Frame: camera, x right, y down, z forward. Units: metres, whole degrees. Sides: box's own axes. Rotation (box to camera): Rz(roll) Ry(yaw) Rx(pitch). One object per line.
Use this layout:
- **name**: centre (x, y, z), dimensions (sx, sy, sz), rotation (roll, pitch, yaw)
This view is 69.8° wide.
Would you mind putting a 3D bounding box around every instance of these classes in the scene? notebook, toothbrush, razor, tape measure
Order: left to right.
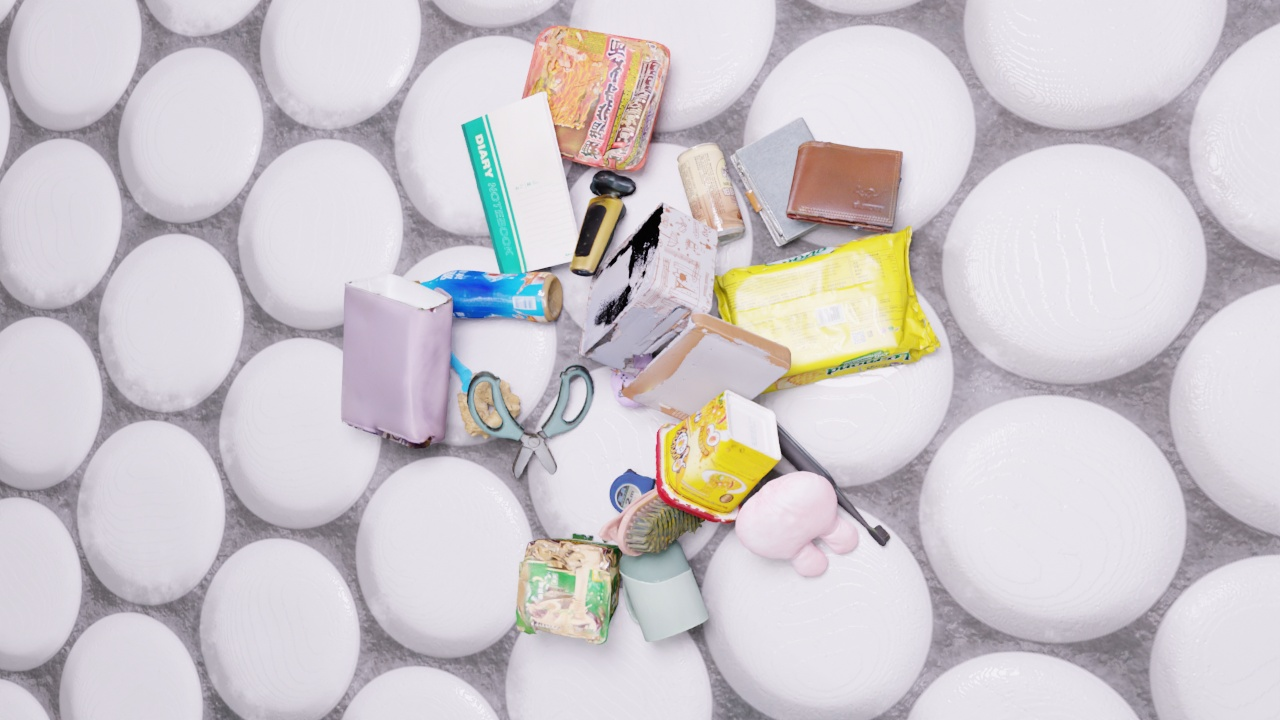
- **notebook**: centre (-0.152, -0.219, 1.175), dimensions (0.151, 0.012, 0.209), rotation (-8, 99, 38)
- **razor**: centre (-0.053, -0.170, 1.135), dimensions (0.062, 0.068, 0.167), rotation (2, 53, 20)
- **tape measure**: centre (-0.011, 0.168, 1.157), dimensions (0.054, 0.025, 0.058), rotation (18, 89, 18)
- **toothbrush**: centre (0.214, 0.139, 1.092), dimensions (0.212, 0.027, 0.026), rotation (45, 144, 13)

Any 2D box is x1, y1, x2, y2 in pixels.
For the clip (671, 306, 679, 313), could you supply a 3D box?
- **clip**: centre (0.033, -0.077, 1.158), dimensions (0.014, 0.045, 0.057), rotation (-43, 79, 7)

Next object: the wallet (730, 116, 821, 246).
- **wallet**: centre (0.180, -0.215, 1.113), dimensions (0.106, 0.037, 0.129), rotation (-28, 80, 2)

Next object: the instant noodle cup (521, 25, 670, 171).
- **instant noodle cup**: centre (-0.057, -0.327, 1.166), dimensions (0.189, 0.079, 0.164), rotation (17, 93, 17)

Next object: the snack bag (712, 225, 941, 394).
- **snack bag**: centre (0.212, -0.055, 1.080), dimensions (0.247, 0.068, 0.158), rotation (-14, 84, 15)

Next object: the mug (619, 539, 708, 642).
- **mug**: centre (0.017, 0.280, 1.121), dimensions (0.112, 0.082, 0.106), rotation (-31, 78, 45)

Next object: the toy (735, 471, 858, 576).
- **toy**: centre (0.181, 0.191, 1.053), dimensions (0.121, 0.159, 0.054), rotation (-39, 33, 9)

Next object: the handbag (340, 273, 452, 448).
- **handbag**: centre (-0.309, 0.000, 1.186), dimensions (0.145, 0.098, 0.197), rotation (21, 114, 33)

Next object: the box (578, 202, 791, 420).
- **box**: centre (0.052, -0.051, 1.066), dimensions (0.197, 0.181, 0.157), rotation (23, 52, -19)

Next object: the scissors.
- **scissors**: centre (-0.128, 0.062, 1.173), dimensions (0.181, 0.019, 0.170), rotation (-34, 109, -4)

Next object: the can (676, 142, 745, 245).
- **can**: centre (0.087, -0.203, 1.128), dimensions (0.059, 0.058, 0.116), rotation (-18, 83, 15)

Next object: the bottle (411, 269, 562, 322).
- **bottle**: centre (-0.213, -0.086, 1.210), dimensions (0.219, 0.065, 0.065), rotation (3, 88, 18)

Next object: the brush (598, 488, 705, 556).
- **brush**: centre (0.015, 0.186, 1.084), dimensions (0.073, 0.145, 0.063), rotation (7, 108, 35)

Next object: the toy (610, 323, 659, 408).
- **toy**: centre (-0.007, 0.007, 1.157), dimensions (0.084, 0.039, 0.108), rotation (-5, 84, -6)

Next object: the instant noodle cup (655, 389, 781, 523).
- **instant noodle cup**: centre (0.092, 0.107, 1.056), dimensions (0.116, 0.116, 0.124), rotation (26, 130, -23)

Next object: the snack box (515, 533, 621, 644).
- **snack box**: centre (-0.076, 0.274, 1.130), dimensions (0.118, 0.105, 0.117), rotation (5, 90, 18)

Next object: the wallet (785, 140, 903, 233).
- **wallet**: centre (0.236, -0.201, 1.059), dimensions (0.124, 0.032, 0.101), rotation (9, 70, 7)

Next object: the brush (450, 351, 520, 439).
- **brush**: centre (-0.249, 0.001, 1.229), dimensions (0.083, 0.045, 0.254), rotation (-42, 72, 12)
